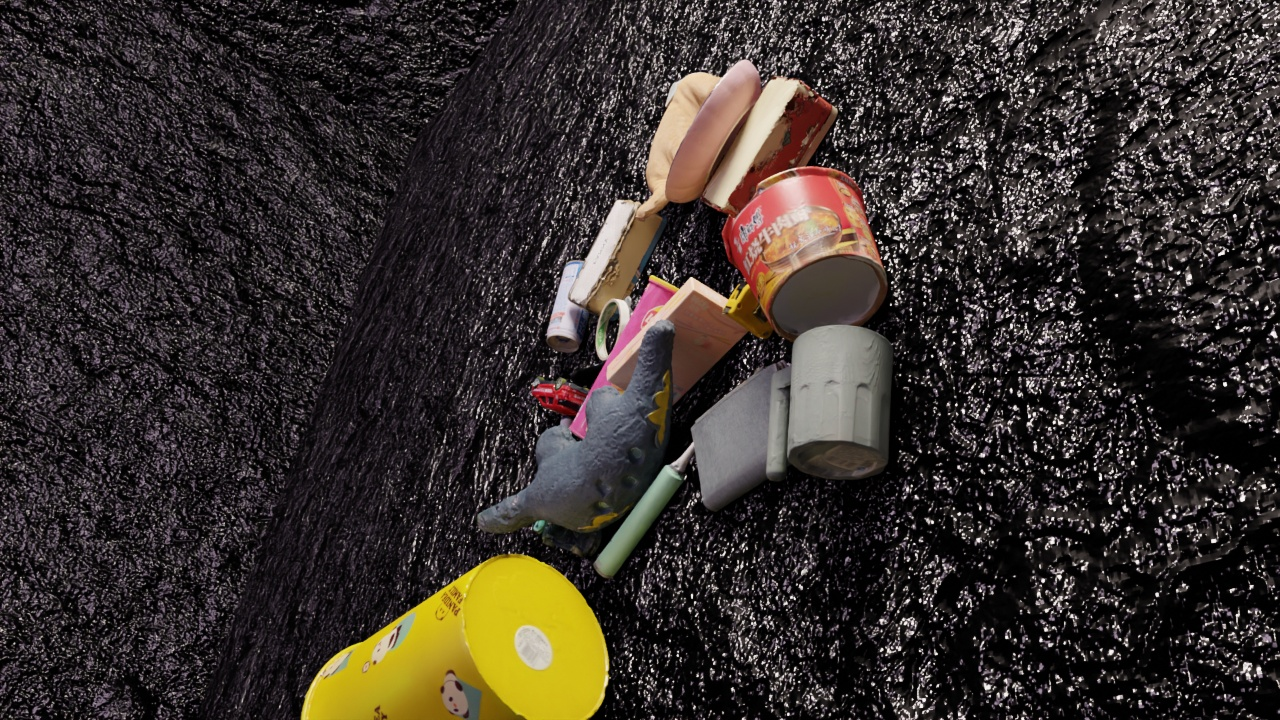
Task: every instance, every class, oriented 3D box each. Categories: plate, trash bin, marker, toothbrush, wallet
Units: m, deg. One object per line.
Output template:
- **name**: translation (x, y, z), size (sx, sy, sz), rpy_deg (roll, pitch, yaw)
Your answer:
- **plate**: translation (0.098, -0.272, 1.129), size (0.192, 0.039, 0.192), rpy_deg (-55, -9, -13)
- **trash bin**: translation (-0.183, 0.343, 0.952), size (0.256, 0.229, 0.229), rpy_deg (-41, 33, 27)
- **marker**: translation (-0.058, 0.016, 1.243), size (0.132, 0.020, 0.022), rpy_deg (-17, 67, 57)
- **toothbrush**: translation (0.019, 0.142, 0.974), size (0.225, 0.026, 0.027), rpy_deg (-56, -16, 15)
- **marker**: translation (-0.103, 0.111, 1.205), size (0.018, 0.022, 0.130), rpy_deg (-48, 18, 21)
- **wallet**: translation (0.104, 0.071, 0.876), size (0.130, 0.037, 0.106), rpy_deg (-41, 44, 39)

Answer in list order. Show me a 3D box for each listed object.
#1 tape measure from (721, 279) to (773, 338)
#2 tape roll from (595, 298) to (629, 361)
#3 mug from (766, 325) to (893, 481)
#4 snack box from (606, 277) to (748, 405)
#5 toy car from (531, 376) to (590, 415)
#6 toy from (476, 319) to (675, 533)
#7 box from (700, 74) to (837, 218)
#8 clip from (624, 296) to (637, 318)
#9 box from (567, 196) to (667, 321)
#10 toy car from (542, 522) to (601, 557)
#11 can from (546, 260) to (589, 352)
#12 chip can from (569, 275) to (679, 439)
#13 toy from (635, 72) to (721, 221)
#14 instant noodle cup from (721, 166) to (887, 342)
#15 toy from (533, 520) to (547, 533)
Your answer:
- **tape measure**: translation (0.121, -0.056, 0.938), size (0.057, 0.060, 0.029), rpy_deg (-58, 26, -4)
- **tape roll**: translation (-0.038, -0.041, 1.241), size (0.086, 0.014, 0.086), rpy_deg (-171, 90, -66)
- **mug**: translation (0.152, 0.042, 0.765), size (0.124, 0.083, 0.103), rpy_deg (-30, 43, 49)
- **snack box**: translation (0.041, -0.014, 1.016), size (0.158, 0.084, 0.026), rpy_deg (-46, 26, 29)
- **toy car**: translation (-0.113, 0.050, 1.272), size (0.121, 0.053, 0.045), rpy_deg (4, 71, 61)
- **toy**: translation (-0.053, 0.113, 1.024), size (0.357, 0.091, 0.138), rpy_deg (-44, 75, 25)
- **box**: translation (0.140, -0.241, 1.057), size (0.168, 0.076, 0.091), rpy_deg (-59, 25, 9)
- **clip**: translation (-0.016, -0.057, 1.235), size (0.025, 0.029, 0.057), rpy_deg (3, 74, 68)
- **box**: translation (-0.032, -0.150, 1.311), size (0.184, 0.059, 0.090), rpy_deg (-60, 27, 1)
- **toy car**: translation (-0.080, 0.207, 1.086), size (0.091, 0.034, 0.042), rpy_deg (3, 63, 47)
- **can**: translation (-0.102, -0.081, 1.375), size (0.053, 0.053, 0.134), rpy_deg (-28, 43, 50)
- **chip can**: translation (-0.007, 0.006, 1.098), size (0.210, 0.071, 0.071), rpy_deg (-61, 26, 3)
- **toy**: translation (0.051, -0.285, 1.259), size (0.143, 0.082, 0.226), rpy_deg (-172, 105, -80)
- **instant noodle cup**: translation (0.156, -0.089, 0.836), size (0.138, 0.137, 0.108), rpy_deg (-46, 40, 31)
- **toy**: translation (-0.105, 0.175, 1.166), size (0.092, 0.030, 0.096), rpy_deg (-18, 44, 61)
